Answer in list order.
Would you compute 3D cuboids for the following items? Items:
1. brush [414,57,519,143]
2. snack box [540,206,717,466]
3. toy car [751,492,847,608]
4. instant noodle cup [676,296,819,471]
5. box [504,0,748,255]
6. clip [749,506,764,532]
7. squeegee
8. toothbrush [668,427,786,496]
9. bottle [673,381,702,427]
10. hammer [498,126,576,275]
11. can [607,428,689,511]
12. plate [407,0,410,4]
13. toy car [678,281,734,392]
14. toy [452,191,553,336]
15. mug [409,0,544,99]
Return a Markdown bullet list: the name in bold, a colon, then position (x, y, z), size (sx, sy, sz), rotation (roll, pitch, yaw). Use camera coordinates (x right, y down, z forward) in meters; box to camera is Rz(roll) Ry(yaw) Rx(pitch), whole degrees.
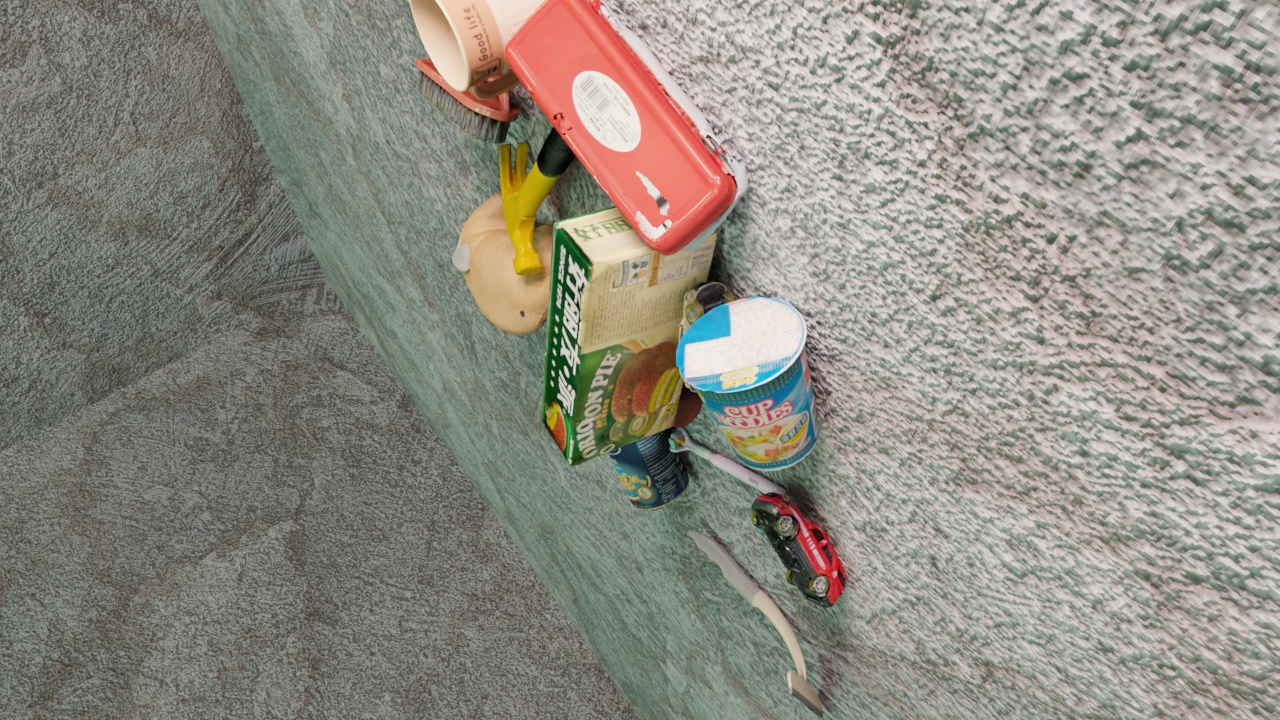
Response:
- **brush**: position (-0.165, -0.270, 0.905), size (0.146, 0.063, 0.069), rotation (45, 125, 40)
- **snack box**: position (-0.016, -0.020, 0.769), size (0.063, 0.114, 0.241), rotation (53, 150, 33)
- **toy car**: position (0.147, 0.170, 0.842), size (0.120, 0.045, 0.053), rotation (57, 160, -15)
- **instant noodle cup**: position (0.091, 0.024, 0.697), size (0.099, 0.099, 0.110), rotation (36, 159, 48)
- **box**: position (-0.006, -0.173, 0.659), size (0.201, 0.091, 0.068), rotation (53, -160, 11)
- **clip**: position (0.131, 0.167, 0.926), size (0.056, 0.014, 0.041), rotation (35, 151, 52)
- **squeegee**: position (0.135, 0.286, 1.065), size (0.246, 0.039, 0.246), rotation (53, 179, 32)
- **toothbrush**: position (0.086, 0.106, 0.933), size (0.021, 0.029, 0.189), rotation (21, -179, -33)
- **bottle**: position (-0.006, 0.005, 0.941), size (0.175, 0.057, 0.057), rotation (41, 155, 40)
- **hammer**: position (-0.082, -0.181, 0.840), size (0.301, 0.032, 0.128), rotation (149, 110, -66)
- **can**: position (0.004, 0.107, 1.050), size (0.075, 0.075, 0.111), rotation (24, 143, 58)
- **plate**: position (-0.221, -0.426, 0.850), size (0.230, 0.027, 0.231), rotation (48, 158, 26)
- **toy car**: position (0.050, -0.020, 0.734), size (0.035, 0.042, 0.090), rotation (26, 127, 42)
- **toy**: position (-0.132, -0.093, 1.031), size (0.226, 0.082, 0.144), rotation (42, 126, 40)
- **mug**: position (-0.109, -0.258, 0.714), size (0.081, 0.105, 0.115), rotation (49, 159, 25)
